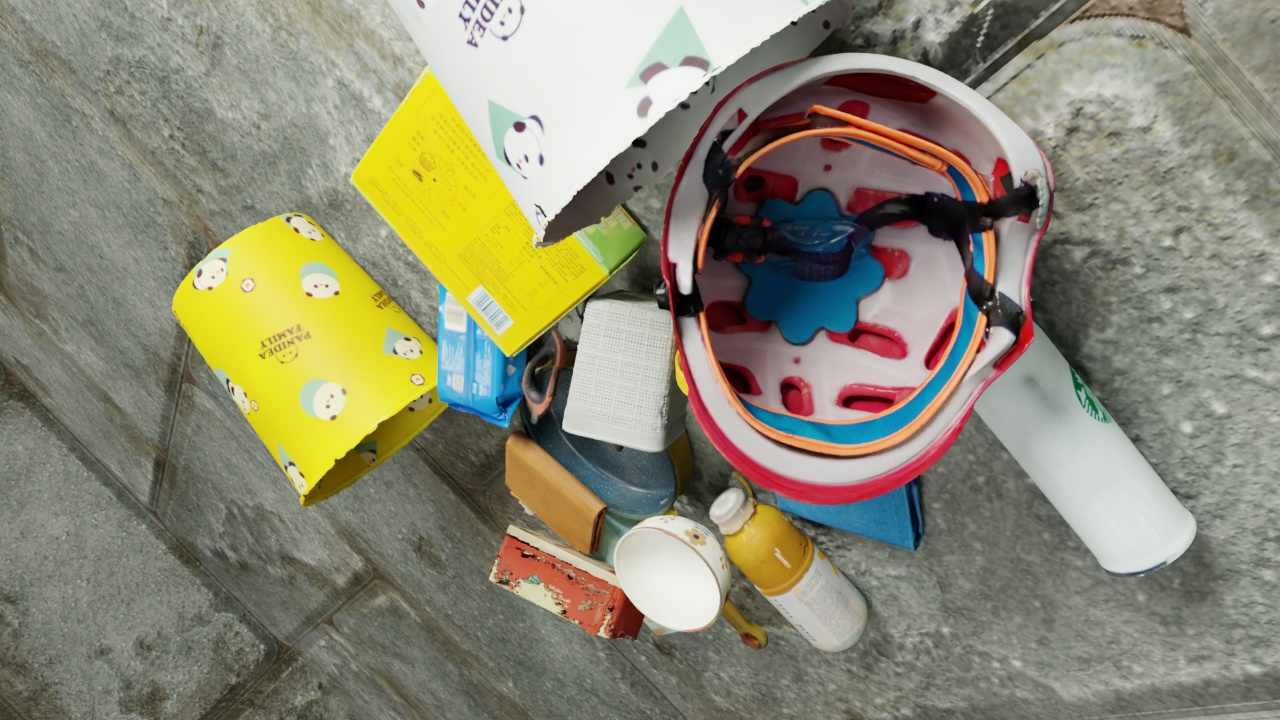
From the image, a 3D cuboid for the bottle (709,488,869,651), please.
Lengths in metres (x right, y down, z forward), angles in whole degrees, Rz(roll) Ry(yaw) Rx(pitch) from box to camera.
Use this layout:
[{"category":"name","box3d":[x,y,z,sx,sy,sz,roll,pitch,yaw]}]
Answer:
[{"category":"bottle","box3d":[0.136,0.192,0.850,0.189,0.067,0.068,47,144,-19]}]

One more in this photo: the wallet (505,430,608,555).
[{"category":"wallet","box3d":[-0.093,0.147,0.991,0.132,0.031,0.108,38,145,21]}]

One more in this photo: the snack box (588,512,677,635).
[{"category":"snack box","box3d":[-0.002,0.233,1.046,0.175,0.051,0.074,49,141,-6]}]

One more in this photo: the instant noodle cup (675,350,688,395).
[{"category":"instant noodle cup","box3d":[0.081,-0.039,0.672,0.119,0.118,0.115,15,126,33]}]

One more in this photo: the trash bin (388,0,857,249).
[{"category":"trash bin","box3d":[-0.044,-0.231,0.524,0.252,0.228,0.230,53,142,-3]}]

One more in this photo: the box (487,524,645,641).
[{"category":"box","box3d":[-0.078,0.248,0.993,0.168,0.080,0.091,17,171,30]}]

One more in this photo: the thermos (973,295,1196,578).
[{"category":"thermos","box3d":[0.271,0.038,0.606,0.224,0.073,0.073,49,142,-6]}]

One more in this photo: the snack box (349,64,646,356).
[{"category":"snack box","box3d":[-0.120,-0.126,0.760,0.210,0.069,0.158,49,133,-7]}]

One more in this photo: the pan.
[{"category":"pan","box3d":[0.011,0.142,0.929,0.357,0.078,0.198,43,143,1]}]

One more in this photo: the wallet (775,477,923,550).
[{"category":"wallet","box3d":[0.172,0.108,0.786,0.133,0.040,0.106,12,137,35]}]

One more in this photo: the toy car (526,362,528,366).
[{"category":"toy car","box3d":[-0.155,0.019,1.005,0.049,0.031,0.107,42,145,4]}]

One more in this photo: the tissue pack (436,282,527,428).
[{"category":"tissue pack","box3d":[-0.158,-0.016,0.922,0.095,0.052,0.157,12,105,35]}]

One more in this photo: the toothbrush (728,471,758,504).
[{"category":"toothbrush","box3d":[0.136,0.187,0.905,0.016,0.018,0.191,-11,117,49]}]

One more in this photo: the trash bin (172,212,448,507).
[{"category":"trash bin","box3d":[-0.359,-0.007,1.020,0.255,0.228,0.230,49,143,2]}]

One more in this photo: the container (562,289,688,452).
[{"category":"container","box3d":[-0.005,0.004,0.770,0.090,0.090,0.114,12,103,15]}]

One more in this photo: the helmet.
[{"category":"helmet","box3d":[0.110,-0.052,0.540,0.207,0.143,0.240,7,106,-5]}]

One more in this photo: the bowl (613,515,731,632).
[{"category":"bowl","box3d":[0.038,0.190,0.857,0.113,0.062,0.114,16,121,28]}]

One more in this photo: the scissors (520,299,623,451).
[{"category":"scissors","box3d":[-0.062,-0.016,0.850,0.189,0.015,0.227,40,126,15]}]
